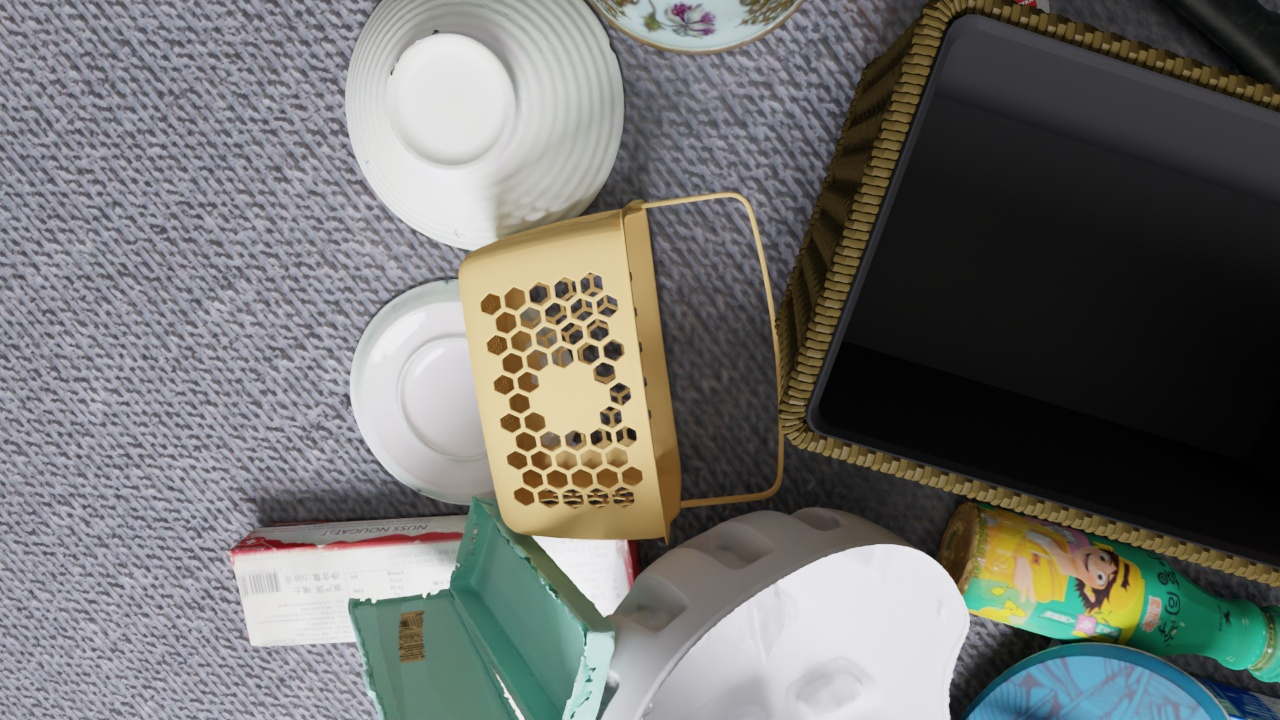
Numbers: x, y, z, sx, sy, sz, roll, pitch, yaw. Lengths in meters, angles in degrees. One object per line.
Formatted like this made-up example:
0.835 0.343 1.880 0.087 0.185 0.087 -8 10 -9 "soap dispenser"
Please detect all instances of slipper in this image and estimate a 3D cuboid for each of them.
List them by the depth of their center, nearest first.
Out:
0.219 0.276 0.561 0.118 0.060 0.296 55 129 36 "slipper"

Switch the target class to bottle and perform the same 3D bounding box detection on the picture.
0.293 0.146 0.560 0.210 0.068 0.068 16 104 3 "bottle"

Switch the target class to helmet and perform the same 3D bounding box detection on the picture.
0.068 0.196 0.510 0.223 0.184 0.283 -33 143 -18 "helmet"

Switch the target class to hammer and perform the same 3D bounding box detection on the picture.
0.243 -0.245 0.486 0.333 0.033 0.133 36 89 -6 "hammer"

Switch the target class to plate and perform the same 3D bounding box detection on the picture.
-0.119 0.024 0.608 0.157 0.014 0.157 1 103 6 "plate"

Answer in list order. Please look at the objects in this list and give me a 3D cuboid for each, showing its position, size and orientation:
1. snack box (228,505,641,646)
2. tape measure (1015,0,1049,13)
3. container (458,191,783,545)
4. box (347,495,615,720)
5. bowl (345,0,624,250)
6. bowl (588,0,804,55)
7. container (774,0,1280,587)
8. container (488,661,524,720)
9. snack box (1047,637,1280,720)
-0.136 0.145 0.625 0.273 0.044 0.077 -5 103 7 "snack box"
0.197 -0.189 0.517 0.060 0.020 0.062 -25 100 6 "tape measure"
-0.003 0.003 0.529 0.167 0.129 0.183 -7 102 5 "container"
-0.094 0.141 0.494 0.109 0.187 0.078 -8 105 -22 "box"
-0.101 -0.149 0.536 0.177 0.070 0.177 2 103 7 "bowl"
0.028 -0.249 0.485 0.160 0.093 0.160 1 104 6 "bowl"
0.231 -0.030 0.441 0.321 0.204 0.176 16 104 -4 "container"
-0.082 0.239 0.629 0.063 0.061 0.114 6 104 5 "container"
0.370 0.239 0.579 0.226 0.059 0.059 14 100 3 "snack box"
